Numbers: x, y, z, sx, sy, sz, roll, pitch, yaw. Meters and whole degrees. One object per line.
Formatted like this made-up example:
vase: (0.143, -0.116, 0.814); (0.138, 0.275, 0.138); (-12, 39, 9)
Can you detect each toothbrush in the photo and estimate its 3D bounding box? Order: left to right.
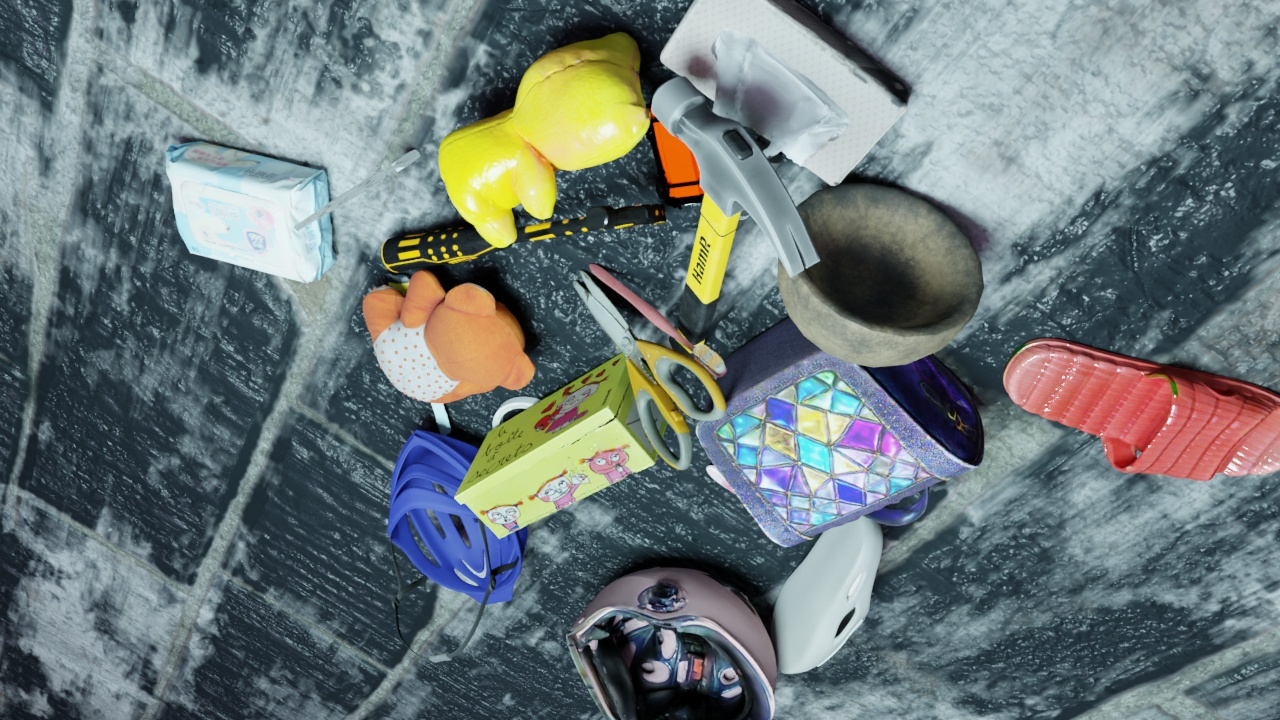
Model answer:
toothbrush: (-0.252, -0.152, 0.819); (0.010, 0.181, 0.010); (-27, 107, 37)
toothbrush: (0.012, -0.043, 0.858); (0.184, 0.015, 0.016); (40, 167, 29)
toothbrush: (0.127, 0.156, 1.017); (0.135, 0.016, 0.022); (38, 128, -7)

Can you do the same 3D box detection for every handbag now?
handbag: (0.189, 0.070, 0.859); (0.205, 0.125, 0.222); (-33, 106, 35)

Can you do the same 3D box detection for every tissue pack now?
tissue pack: (-0.405, -0.153, 0.946); (0.182, 0.069, 0.112); (14, 129, 11)
tissue pack: (0.109, -0.216, 0.718); (0.181, 0.071, 0.104); (33, 128, -10)

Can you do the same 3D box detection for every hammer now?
hammer: (-0.122, -0.117, 0.865); (0.321, 0.123, 0.036); (-3, 97, 33)
hammer: (0.059, -0.074, 0.777); (0.170, 0.034, 0.325); (53, 161, 20)

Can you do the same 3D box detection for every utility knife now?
utility knife: (-0.246, -0.001, 1.033); (0.030, 0.019, 0.219); (5, 122, 20)

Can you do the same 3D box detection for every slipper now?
slipper: (0.222, 0.257, 1.007); (0.080, 0.112, 0.267); (8, 131, -11)
slipper: (0.443, 0.053, 0.797); (0.249, 0.059, 0.104); (16, 128, 10)

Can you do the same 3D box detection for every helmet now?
helmet: (-0.222, 0.215, 1.051); (0.148, 0.227, 0.242); (-14, 121, 17)
helmet: (0.051, 0.342, 1.088); (0.256, 0.152, 0.230); (-12, 113, 34)

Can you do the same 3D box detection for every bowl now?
bowl: (0.186, -0.063, 0.745); (0.162, 0.161, 0.070); (20, 145, 5)

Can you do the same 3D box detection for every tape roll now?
tape roll: (-0.125, 0.082, 1.054); (0.093, 0.013, 0.093); (9, 127, 12)

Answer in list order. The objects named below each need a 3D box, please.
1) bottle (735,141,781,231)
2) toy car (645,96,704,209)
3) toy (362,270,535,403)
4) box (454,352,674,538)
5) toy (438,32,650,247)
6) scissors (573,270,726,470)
bottle: (0.083, -0.137, 0.805); (0.030, 0.030, 0.113); (29, 129, -2)
toy car: (0.035, -0.179, 0.780); (0.051, 0.048, 0.100); (-3, 123, 23)
toy: (-0.194, -0.021, 0.957); (0.173, 0.092, 0.164); (-11, 124, 32)
box: (-0.081, 0.089, 0.962); (0.222, 0.124, 0.082); (-27, 112, 29)
toy: (-0.083, -0.191, 0.755); (0.194, 0.134, 0.087); (-29, 137, 25)
scissors: (-0.006, 0.004, 0.876); (0.228, 0.016, 0.134); (45, 131, 31)
